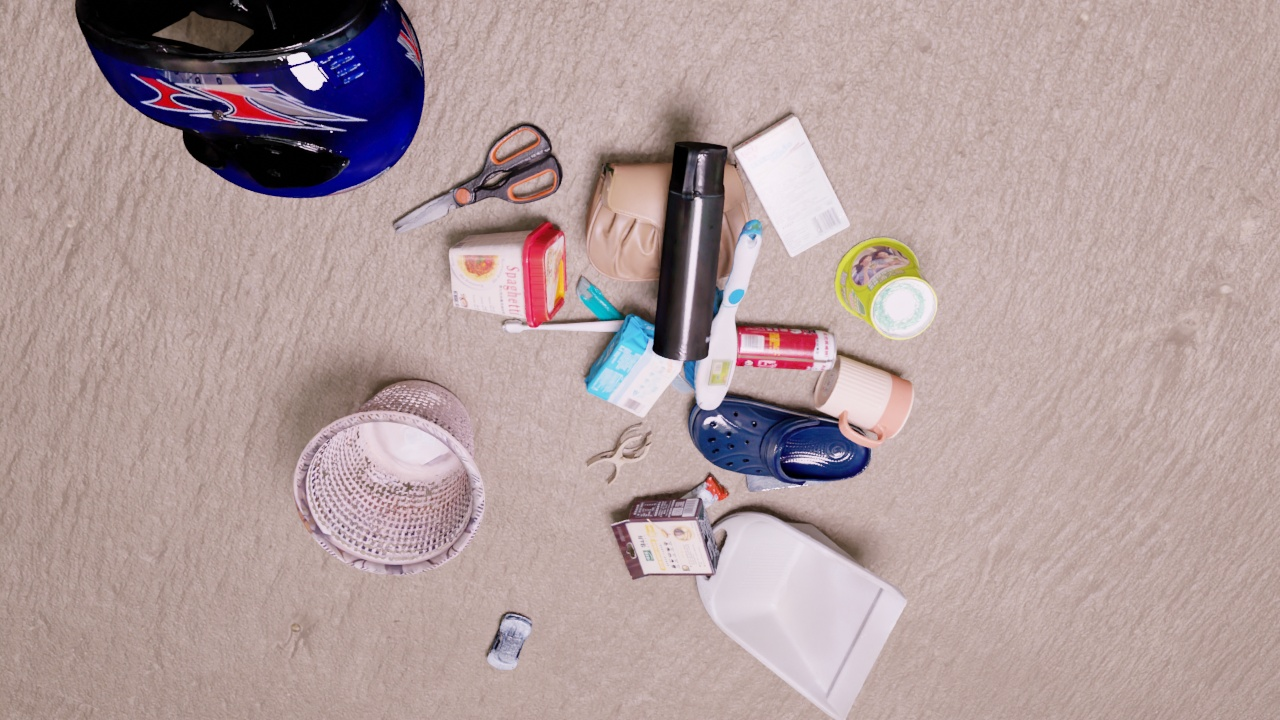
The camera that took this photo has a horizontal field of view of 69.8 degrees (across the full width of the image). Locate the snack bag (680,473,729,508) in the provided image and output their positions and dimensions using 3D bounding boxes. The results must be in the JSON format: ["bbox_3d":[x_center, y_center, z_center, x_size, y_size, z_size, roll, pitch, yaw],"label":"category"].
[{"bbox_3d":[0.074,0.204,1.309,0.105,0.026,0.045,-34,114,14],"label":"snack bag"}]

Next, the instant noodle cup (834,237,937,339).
[{"bbox_3d":[0.310,-0.083,1.140,0.111,0.123,0.112,0,113,-1],"label":"instant noodle cup"}]

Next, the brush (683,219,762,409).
[{"bbox_3d":[0.102,-0.060,1.112,0.060,0.109,0.315,1,130,-8],"label":"brush"}]

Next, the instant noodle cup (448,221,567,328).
[{"bbox_3d":[-0.163,-0.109,1.135,0.124,0.116,0.116,5,113,10],"label":"instant noodle cup"}]

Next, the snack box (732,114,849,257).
[{"bbox_3d":[0.188,-0.214,1.135,0.085,0.026,0.157,-28,110,11],"label":"snack box"}]

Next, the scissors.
[{"bbox_3d":[-0.212,-0.223,1.133,0.235,0.021,0.139,-3,105,5],"label":"scissors"}]

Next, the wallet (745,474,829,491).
[{"bbox_3d":[0.204,0.133,1.288,0.121,0.019,0.097,-8,110,4],"label":"wallet"}]

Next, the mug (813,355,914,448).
[{"bbox_3d":[0.291,0.059,1.209,0.106,0.114,0.082,21,145,-7],"label":"mug"}]

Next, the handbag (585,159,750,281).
[{"bbox_3d":[0.035,-0.166,1.113,0.204,0.099,0.148,-3,118,-5],"label":"handbag"}]

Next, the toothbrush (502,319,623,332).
[{"bbox_3d":[-0.090,-0.046,1.201,0.180,0.016,0.016,0,126,3],"label":"toothbrush"}]

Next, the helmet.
[{"bbox_3d":[-0.389,-0.294,0.976,0.315,0.246,0.241,-1,147,-4],"label":"helmet"}]

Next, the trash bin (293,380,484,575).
[{"bbox_3d":[-0.303,0.129,1.180,0.227,0.192,0.228,0,113,-1],"label":"trash bin"}]

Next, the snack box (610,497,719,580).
[{"bbox_3d":[0.037,0.254,1.298,0.126,0.053,0.113,-5,122,21],"label":"snack box"}]

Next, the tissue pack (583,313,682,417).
[{"bbox_3d":[-0.007,0.007,1.192,0.090,0.063,0.140,26,133,-12],"label":"tissue pack"}]

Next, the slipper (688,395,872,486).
[{"bbox_3d":[0.187,0.118,1.226,0.253,0.095,0.105,10,105,-4],"label":"slipper"}]

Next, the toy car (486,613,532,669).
[{"bbox_3d":[-0.201,0.432,1.398,0.049,0.031,0.106,19,112,-8],"label":"toy car"}]

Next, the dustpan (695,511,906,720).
[{"bbox_3d":[0.198,0.336,1.280,0.142,0.257,0.223,6,115,-29],"label":"dustpan"}]

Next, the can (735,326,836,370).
[{"bbox_3d":[0.186,-0.016,1.204,0.133,0.053,0.053,3,113,-2],"label":"can"}]

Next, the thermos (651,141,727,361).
[{"bbox_3d":[0.052,-0.120,1.037,0.068,0.089,0.243,10,111,17],"label":"thermos"}]

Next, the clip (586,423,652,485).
[{"bbox_3d":[-0.025,0.132,1.275,0.101,0.034,0.074,-40,109,19],"label":"clip"}]

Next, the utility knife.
[{"bbox_3d":[-0.008,-0.029,1.217,0.029,0.013,0.219,-40,108,19],"label":"utility knife"}]
